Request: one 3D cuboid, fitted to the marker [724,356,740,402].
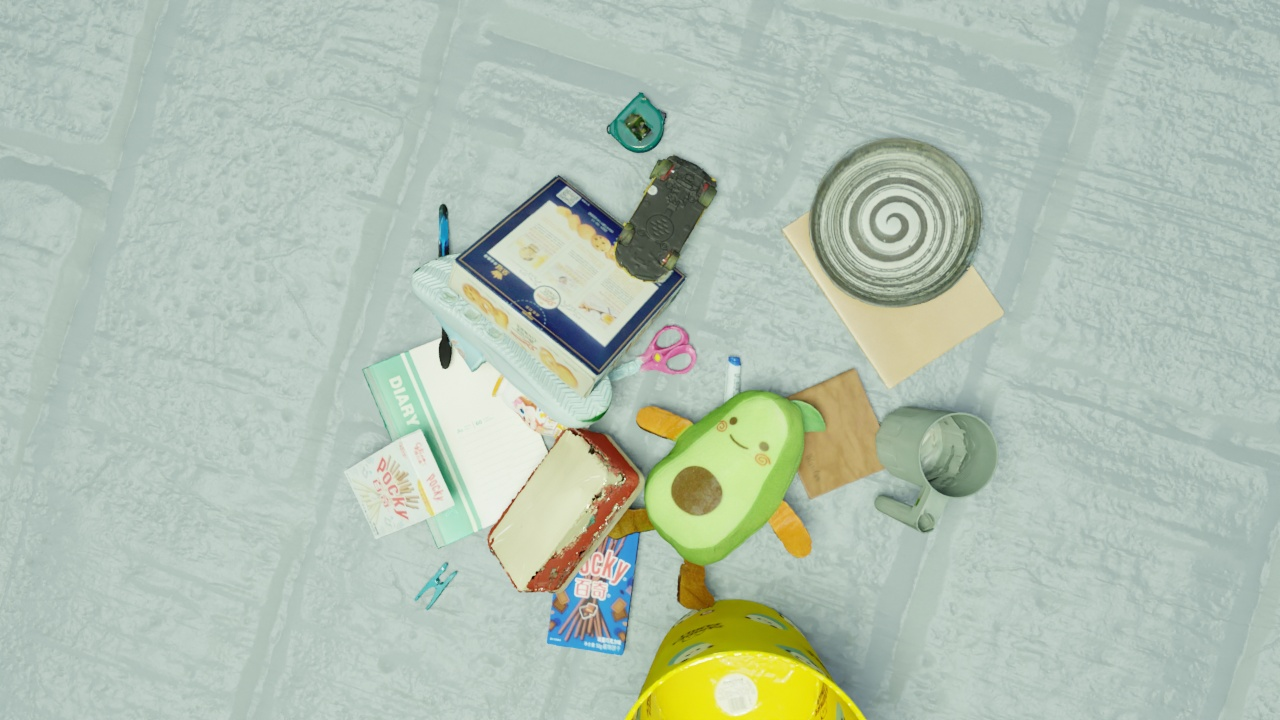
[{"bbox_3d":[0.096,0.069,0.990,0.017,0.017,0.146,3,91,4],"label":"marker"}]

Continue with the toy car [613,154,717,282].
[{"bbox_3d":[0.024,-0.147,0.959,0.071,0.041,0.155,29,69,-4],"label":"toy car"}]

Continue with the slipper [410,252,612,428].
[{"bbox_3d":[-0.131,-0.019,0.945,0.245,0.074,0.103,43,50,9],"label":"slipper"}]

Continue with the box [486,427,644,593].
[{"bbox_3d":[-0.083,0.155,0.939,0.168,0.076,0.091,-54,54,15],"label":"box"}]

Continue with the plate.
[{"bbox_3d":[0.267,-0.143,0.965,0.179,0.024,0.179,0,90,5],"label":"plate"}]

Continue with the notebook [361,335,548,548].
[{"bbox_3d":[-0.190,0.077,0.991,0.150,0.012,0.209,-23,90,-14],"label":"notebook"}]

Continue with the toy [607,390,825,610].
[{"bbox_3d":[0.078,0.127,0.939,0.227,0.090,0.247,40,97,14],"label":"toy"}]

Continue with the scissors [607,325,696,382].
[{"bbox_3d":[-0.006,0.005,0.999,0.133,0.017,0.057,-21,95,7],"label":"scissors"}]

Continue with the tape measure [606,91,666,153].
[{"bbox_3d":[-0.001,-0.253,0.990,0.054,0.025,0.058,44,94,4],"label":"tape measure"}]

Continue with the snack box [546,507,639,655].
[{"bbox_3d":[-0.049,0.235,0.997,0.084,0.026,0.157,7,91,5],"label":"snack box"}]

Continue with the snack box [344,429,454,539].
[{"bbox_3d":[-0.256,0.133,0.962,0.157,0.026,0.084,-27,88,48],"label":"snack box"}]

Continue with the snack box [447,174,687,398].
[{"bbox_3d":[-0.071,-0.081,0.935,0.178,0.046,0.182,39,52,3],"label":"snack box"}]

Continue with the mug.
[{"bbox_3d":[0.285,0.107,0.924,0.083,0.103,0.124,28,87,-11],"label":"mug"}]

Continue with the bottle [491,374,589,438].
[{"bbox_3d":[-0.103,0.045,0.977,0.108,0.063,0.063,26,92,-2],"label":"bottle"}]

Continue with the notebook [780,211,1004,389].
[{"bbox_3d":[0.269,-0.095,0.981,0.148,0.008,0.207,-34,88,3],"label":"notebook"}]

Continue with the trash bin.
[{"bbox_3d":[0.094,0.350,0.873,0.230,0.255,0.229,0,91,4],"label":"trash bin"}]

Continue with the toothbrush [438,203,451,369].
[{"bbox_3d":[-0.213,-0.081,0.997,0.014,0.016,0.189,-2,76,-10],"label":"toothbrush"}]

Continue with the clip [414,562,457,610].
[{"bbox_3d":[-0.227,0.250,1.016,0.043,0.014,0.056,38,92,2],"label":"clip"}]

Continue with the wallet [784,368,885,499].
[{"bbox_3d":[0.205,0.080,0.983,0.101,0.020,0.115,-24,91,5],"label":"wallet"}]
